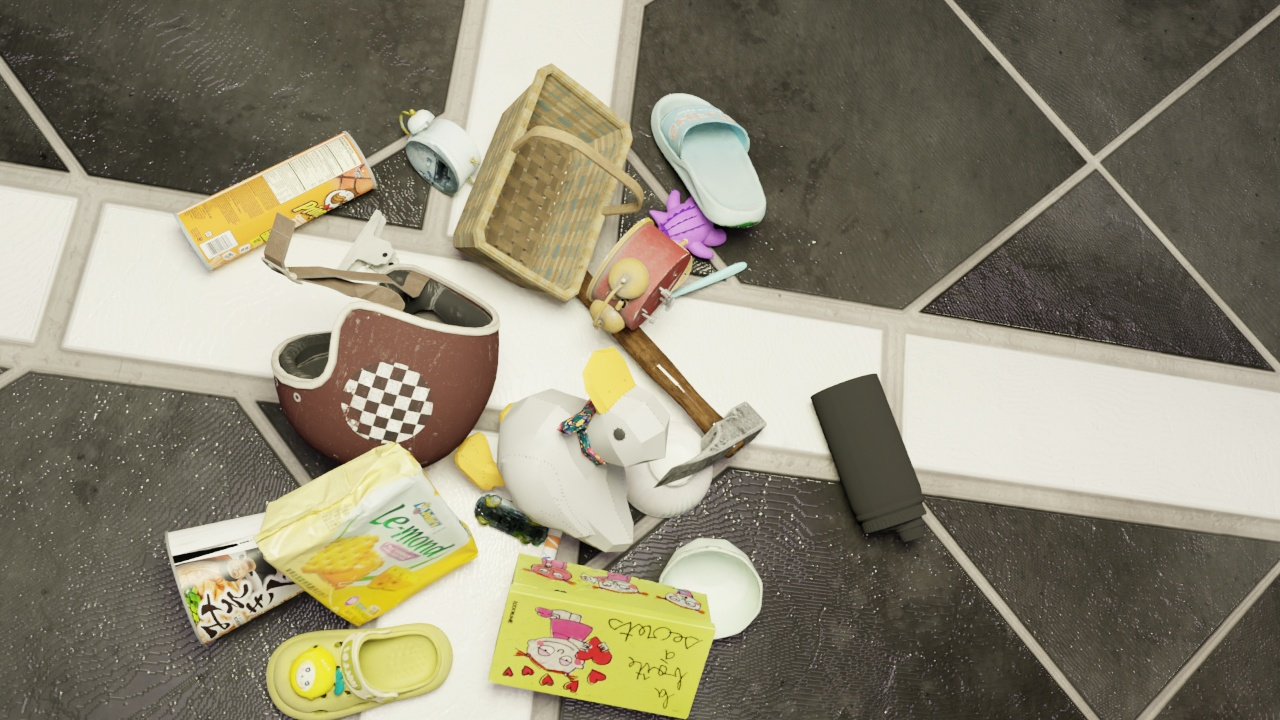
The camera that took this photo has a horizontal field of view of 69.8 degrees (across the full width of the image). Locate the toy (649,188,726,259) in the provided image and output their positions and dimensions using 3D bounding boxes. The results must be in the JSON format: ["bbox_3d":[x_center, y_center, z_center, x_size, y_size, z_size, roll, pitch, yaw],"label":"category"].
[{"bbox_3d":[0.062,-0.174,1.169,0.088,0.056,0.106,-25,80,-17],"label":"toy"}]

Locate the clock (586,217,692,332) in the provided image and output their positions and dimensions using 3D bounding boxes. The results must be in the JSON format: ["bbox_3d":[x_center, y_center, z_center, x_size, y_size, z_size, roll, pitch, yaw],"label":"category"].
[{"bbox_3d":[-0.002,-0.085,1.046,0.081,0.117,0.158,39,43,7],"label":"clock"}]

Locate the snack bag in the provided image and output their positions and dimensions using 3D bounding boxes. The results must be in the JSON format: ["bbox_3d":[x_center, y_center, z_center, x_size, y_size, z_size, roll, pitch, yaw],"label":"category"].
[{"bbox_3d":[-0.268,0.177,0.930,0.159,0.247,0.068,-31,59,-11],"label":"snack bag"}]

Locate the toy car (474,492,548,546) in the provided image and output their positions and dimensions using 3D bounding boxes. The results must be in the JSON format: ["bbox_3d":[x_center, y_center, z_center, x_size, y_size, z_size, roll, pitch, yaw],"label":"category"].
[{"bbox_3d":[-0.146,0.179,1.046,0.090,0.039,0.027,25,31,-3],"label":"toy car"}]

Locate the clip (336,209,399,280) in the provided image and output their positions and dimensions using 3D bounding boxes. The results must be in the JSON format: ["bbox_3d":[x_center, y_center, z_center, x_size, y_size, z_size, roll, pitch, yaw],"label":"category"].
[{"bbox_3d":[-0.322,-0.127,1.113,0.056,0.046,0.101,27,73,3],"label":"clip"}]

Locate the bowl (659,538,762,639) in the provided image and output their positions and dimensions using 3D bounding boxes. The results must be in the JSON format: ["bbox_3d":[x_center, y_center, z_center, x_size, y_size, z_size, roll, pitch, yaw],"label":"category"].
[{"bbox_3d":[0.079,0.250,1.041,0.117,0.061,0.117,1,109,4],"label":"bowl"}]

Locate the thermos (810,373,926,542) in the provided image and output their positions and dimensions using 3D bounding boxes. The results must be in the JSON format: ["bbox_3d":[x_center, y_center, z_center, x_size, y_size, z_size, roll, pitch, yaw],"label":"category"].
[{"bbox_3d":[0.280,0.123,1.109,0.086,0.086,0.198,-15,78,-14],"label":"thermos"}]

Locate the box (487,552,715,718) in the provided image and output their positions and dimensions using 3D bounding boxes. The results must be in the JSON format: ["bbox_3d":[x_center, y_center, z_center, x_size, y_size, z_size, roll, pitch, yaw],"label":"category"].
[{"bbox_3d":[-0.041,0.295,0.982,0.221,0.081,0.124,16,108,-5],"label":"box"}]

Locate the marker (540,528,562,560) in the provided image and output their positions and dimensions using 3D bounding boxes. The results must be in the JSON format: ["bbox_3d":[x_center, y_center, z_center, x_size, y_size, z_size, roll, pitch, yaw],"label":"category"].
[{"bbox_3d":[-0.104,0.220,1.051,0.017,0.017,0.145,18,73,-5],"label":"marker"}]

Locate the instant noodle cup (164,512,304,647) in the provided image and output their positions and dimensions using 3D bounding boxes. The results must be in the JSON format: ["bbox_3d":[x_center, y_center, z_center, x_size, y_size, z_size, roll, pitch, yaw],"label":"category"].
[{"bbox_3d":[-0.409,0.214,0.953,0.121,0.124,0.123,-19,78,-24],"label":"instant noodle cup"}]

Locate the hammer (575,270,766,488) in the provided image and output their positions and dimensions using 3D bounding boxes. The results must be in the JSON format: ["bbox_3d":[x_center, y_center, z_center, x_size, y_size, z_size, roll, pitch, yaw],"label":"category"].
[{"bbox_3d":[-0.006,0.006,1.069,0.300,0.037,0.217,47,31,15],"label":"hammer"}]

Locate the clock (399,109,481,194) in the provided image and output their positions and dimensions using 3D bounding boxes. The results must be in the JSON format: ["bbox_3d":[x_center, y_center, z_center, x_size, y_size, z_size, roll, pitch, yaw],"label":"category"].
[{"bbox_3d":[-0.252,-0.259,1.125,0.117,0.083,0.057,39,66,-1],"label":"clock"}]

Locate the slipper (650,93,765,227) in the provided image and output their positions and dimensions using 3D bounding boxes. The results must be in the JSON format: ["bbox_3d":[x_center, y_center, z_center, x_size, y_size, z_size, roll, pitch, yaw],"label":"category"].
[{"bbox_3d":[0.093,-0.266,1.161,0.104,0.074,0.245,-9,53,-18],"label":"slipper"}]

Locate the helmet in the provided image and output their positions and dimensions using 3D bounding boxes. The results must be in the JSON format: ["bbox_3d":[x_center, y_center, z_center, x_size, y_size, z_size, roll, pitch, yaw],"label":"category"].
[{"bbox_3d":[-0.266,-0.007,0.959,0.234,0.233,0.254,21,105,-9],"label":"helmet"}]

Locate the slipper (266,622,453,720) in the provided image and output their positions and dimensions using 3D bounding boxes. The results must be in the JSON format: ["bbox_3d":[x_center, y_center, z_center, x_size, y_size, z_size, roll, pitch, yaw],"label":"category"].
[{"bbox_3d":[-0.291,0.324,0.957,0.190,0.082,0.091,-5,78,-14],"label":"slipper"}]

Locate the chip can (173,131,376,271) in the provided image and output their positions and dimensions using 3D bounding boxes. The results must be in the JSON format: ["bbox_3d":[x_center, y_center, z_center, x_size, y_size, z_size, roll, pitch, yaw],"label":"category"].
[{"bbox_3d":[-0.425,-0.188,1.078,0.214,0.075,0.075,-32,82,-17],"label":"chip can"}]

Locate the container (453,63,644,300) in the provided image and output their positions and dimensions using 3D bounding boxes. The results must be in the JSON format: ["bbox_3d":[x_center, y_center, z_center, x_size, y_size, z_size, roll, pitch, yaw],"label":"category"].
[{"bbox_3d":[-0.096,-0.208,1.065,0.157,0.187,0.249,31,68,-35],"label":"container"}]

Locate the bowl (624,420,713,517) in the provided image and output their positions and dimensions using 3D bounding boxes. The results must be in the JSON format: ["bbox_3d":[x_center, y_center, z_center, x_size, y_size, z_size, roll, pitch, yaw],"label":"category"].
[{"bbox_3d":[0.033,0.123,1.078,0.118,0.062,0.118,3,74,-9],"label":"bowl"}]

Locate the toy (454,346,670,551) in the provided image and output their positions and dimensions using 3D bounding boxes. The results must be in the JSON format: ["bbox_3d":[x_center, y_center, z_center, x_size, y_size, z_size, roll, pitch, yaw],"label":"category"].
[{"bbox_3d":[-0.066,0.100,0.968,0.140,0.268,0.247,-41,119,-41],"label":"toy"}]

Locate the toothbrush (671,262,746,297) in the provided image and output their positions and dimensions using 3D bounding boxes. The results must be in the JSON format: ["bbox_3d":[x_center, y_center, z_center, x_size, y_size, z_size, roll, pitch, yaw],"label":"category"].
[{"bbox_3d":[0.063,-0.094,1.154,0.180,0.016,0.016,-23,52,-27],"label":"toothbrush"}]
